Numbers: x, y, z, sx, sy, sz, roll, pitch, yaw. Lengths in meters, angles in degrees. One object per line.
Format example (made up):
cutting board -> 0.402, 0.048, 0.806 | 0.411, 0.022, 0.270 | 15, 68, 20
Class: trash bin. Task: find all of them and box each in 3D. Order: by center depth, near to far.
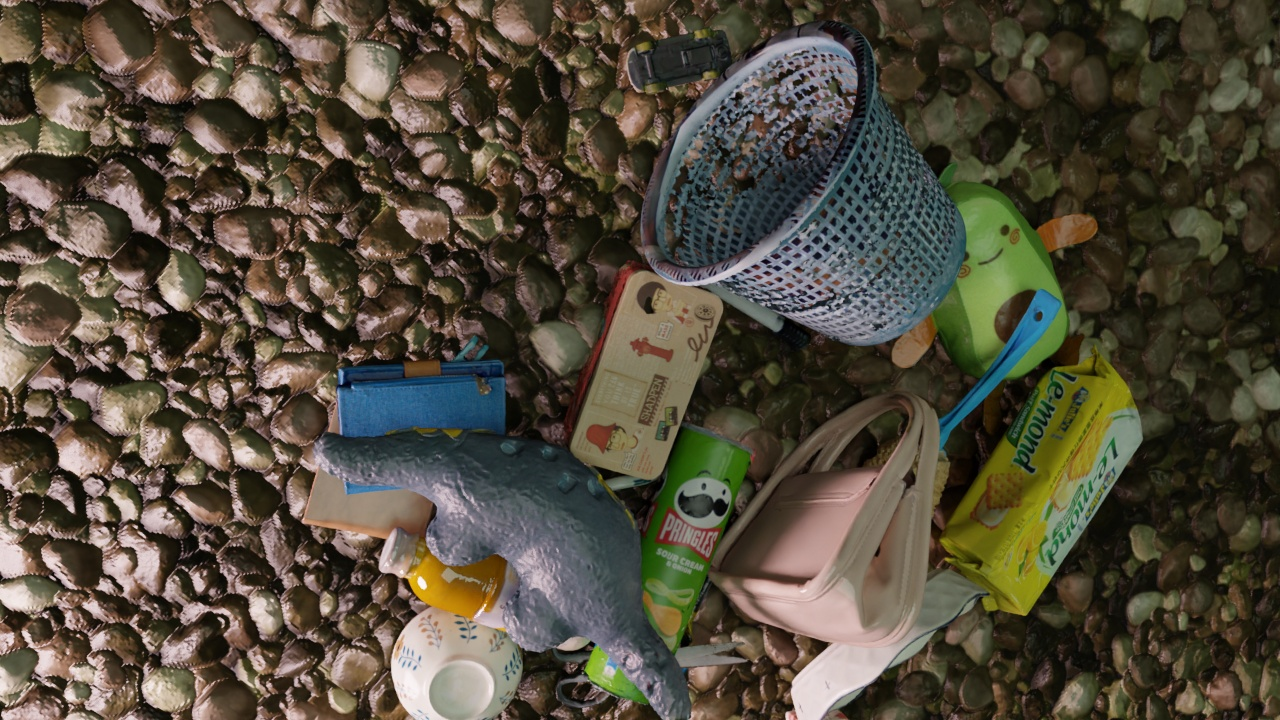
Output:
trash bin -> 0.145, -0.116, 0.735 | 0.195, 0.227, 0.226 | 31, 89, -33

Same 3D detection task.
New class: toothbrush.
toothbrush -> -0.074, 0.117, 0.806 | 0.191, 0.016, 0.018 | -11, 89, -12

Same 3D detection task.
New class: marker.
marker -> 0.098, -0.047, 0.825 | 0.130, 0.018, 0.023 | 30, 99, -16

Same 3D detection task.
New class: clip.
clip -> -0.151, 0.004, 0.774 | 0.041, 0.014, 0.056 | 37, 87, -15

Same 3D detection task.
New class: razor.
razor -> 0.053, 0.219, 0.846 | 0.042, 0.022, 0.142 | 29, 86, 0

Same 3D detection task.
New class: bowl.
bowl -> -0.154, 0.268, 0.783 | 0.113, 0.062, 0.113 | -2, 99, -14

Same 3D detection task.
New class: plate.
plate -> 0.214, 0.254, 0.817 | 0.204, 0.205, 0.045 | -34, 66, -7

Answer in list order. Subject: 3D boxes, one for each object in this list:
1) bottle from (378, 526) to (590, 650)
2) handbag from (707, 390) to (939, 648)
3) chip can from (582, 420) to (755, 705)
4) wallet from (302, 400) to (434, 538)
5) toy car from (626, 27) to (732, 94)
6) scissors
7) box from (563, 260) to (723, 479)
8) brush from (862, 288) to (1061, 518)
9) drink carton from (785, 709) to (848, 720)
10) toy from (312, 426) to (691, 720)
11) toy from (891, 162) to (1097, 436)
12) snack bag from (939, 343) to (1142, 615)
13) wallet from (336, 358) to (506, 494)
bottle -> -0.123, 0.187, 0.769 | 0.189, 0.068, 0.068 | 25, 91, -20
handbag -> 0.173, 0.119, 0.781 | 0.093, 0.194, 0.233 | 37, 67, -15
chip can -> 0.026, 0.174, 0.793 | 0.072, 0.072, 0.236 | 23, 84, -15
wallet -> -0.217, 0.091, 0.767 | 0.101, 0.020, 0.115 | 15, 91, -17
toy car -> 0.031, -0.250, 0.773 | 0.090, 0.035, 0.042 | -16, 99, -11
scissors -> 0.004, 0.262, 0.825 | 0.172, 0.014, 0.145 | -41, 90, 1
box -> -0.004, 0.005, 0.783 | 0.091, 0.079, 0.168 | 18, 99, -16
brush -> 0.283, 0.046, 0.814 | 0.045, 0.083, 0.255 | 18, 116, -33
drink carton -> 0.181, 0.362, 0.843 | 0.053, 0.122, 0.045 | -9, 97, -12
toy -> -0.079, 0.140, 0.719 | 0.356, 0.092, 0.137 | 41, 63, -5
toy -> 0.325, -0.058, 0.841 | 0.227, 0.090, 0.247 | -36, 108, -7
snack bag -> 0.376, 0.117, 0.861 | 0.246, 0.068, 0.158 | -55, 137, -3
wallet -> -0.177, 0.052, 0.748 | 0.133, 0.040, 0.106 | -4, 103, -19
